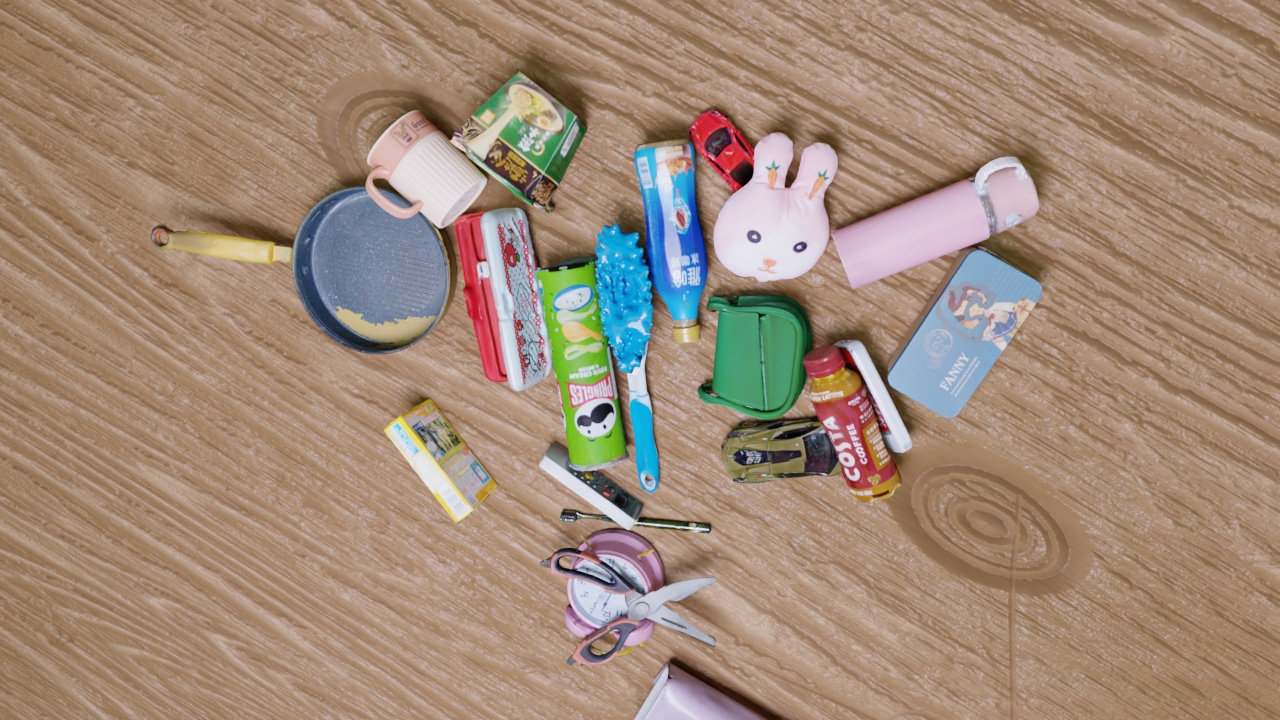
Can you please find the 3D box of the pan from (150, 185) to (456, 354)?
[{"bbox_3d":[-0.393,-0.119,1.079,0.357,0.078,0.198,12,105,8],"label":"pan"}]

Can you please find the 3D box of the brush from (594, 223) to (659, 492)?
[{"bbox_3d":[-0.006,0.006,1.034,0.060,0.109,0.314,-6,95,4],"label":"brush"}]

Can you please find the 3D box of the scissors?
[{"bbox_3d":[-0.016,0.284,1.072,0.223,0.015,0.189,-32,95,17],"label":"scissors"}]

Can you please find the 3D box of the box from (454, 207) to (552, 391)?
[{"bbox_3d":[-0.161,-0.067,1.034,0.095,0.101,0.201,-7,101,12],"label":"box"}]

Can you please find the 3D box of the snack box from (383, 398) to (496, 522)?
[{"bbox_3d":[-0.237,0.118,1.101,0.034,0.086,0.140,-34,95,16],"label":"snack box"}]

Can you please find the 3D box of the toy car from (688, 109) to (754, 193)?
[{"bbox_3d":[0.096,-0.220,0.983,0.049,0.031,0.106,-40,91,16],"label":"toy car"}]

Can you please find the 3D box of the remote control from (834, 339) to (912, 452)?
[{"bbox_3d":[0.251,0.039,1.001,0.020,0.056,0.136,-30,97,-13],"label":"remote control"}]

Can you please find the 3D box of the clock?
[{"bbox_3d":[-0.035,0.287,1.116,0.117,0.059,0.159,8,107,10],"label":"clock"}]

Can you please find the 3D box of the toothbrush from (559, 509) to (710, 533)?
[{"bbox_3d":[-0.007,0.196,1.110,0.186,0.017,0.012,4,101,10],"label":"toothbrush"}]

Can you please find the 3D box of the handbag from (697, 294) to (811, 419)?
[{"bbox_3d":[0.126,-0.008,1.014,0.120,0.067,0.131,9,106,17],"label":"handbag"}]

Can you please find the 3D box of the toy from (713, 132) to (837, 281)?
[{"bbox_3d":[0.144,-0.156,0.964,0.121,0.054,0.160,10,117,-6],"label":"toy"}]

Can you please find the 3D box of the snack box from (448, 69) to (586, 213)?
[{"bbox_3d":[-0.120,-0.236,0.985,0.117,0.118,0.106,38,97,1],"label":"snack box"}]

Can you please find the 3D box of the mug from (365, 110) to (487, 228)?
[{"bbox_3d":[-0.244,-0.202,1.015,0.106,0.114,0.082,44,145,-4],"label":"mug"}]

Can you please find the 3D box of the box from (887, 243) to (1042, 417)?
[{"bbox_3d":[0.333,-0.027,0.966,0.090,0.061,0.184,28,105,4],"label":"box"}]

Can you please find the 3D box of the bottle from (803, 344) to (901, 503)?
[{"bbox_3d":[0.224,0.067,0.984,0.057,0.057,0.175,-22,107,15],"label":"bottle"}]

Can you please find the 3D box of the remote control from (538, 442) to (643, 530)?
[{"bbox_3d":[-0.058,0.147,1.088,0.135,0.056,0.019,36,106,2],"label":"remote control"}]

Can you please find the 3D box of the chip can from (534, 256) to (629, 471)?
[{"bbox_3d":[-0.066,0.004,1.048,0.072,0.072,0.236,-6,101,13],"label":"chip can"}]

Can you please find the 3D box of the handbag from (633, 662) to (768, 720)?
[{"bbox_3d":[0.086,0.476,1.118,0.197,0.098,0.145,30,109,4],"label":"handbag"}]

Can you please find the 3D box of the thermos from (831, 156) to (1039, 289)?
[{"bbox_3d":[0.297,-0.143,0.934,0.199,0.087,0.067,-21,54,17],"label":"thermos"}]

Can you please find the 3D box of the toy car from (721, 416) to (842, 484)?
[{"bbox_3d":[0.171,0.101,1.041,0.158,0.042,0.070,-8,102,10],"label":"toy car"}]

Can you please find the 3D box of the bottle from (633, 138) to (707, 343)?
[{"bbox_3d":[0.039,-0.128,0.998,0.065,0.065,0.219,-6,102,12],"label":"bottle"}]
